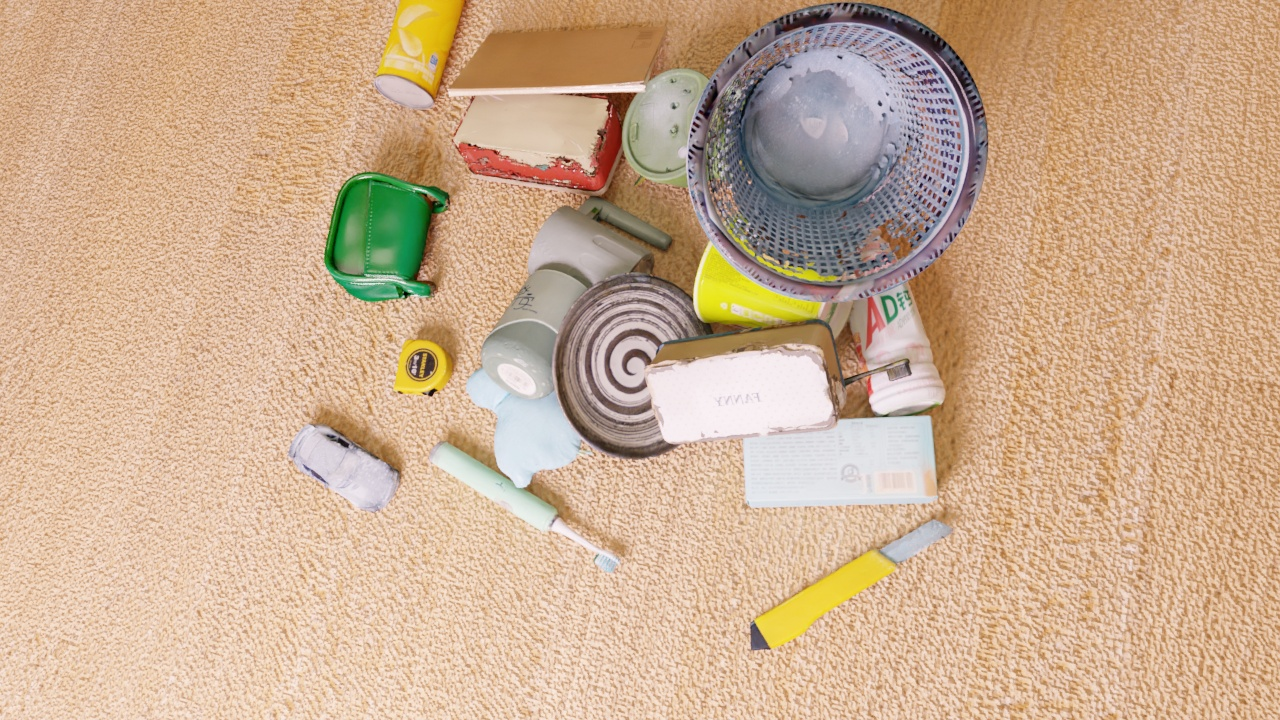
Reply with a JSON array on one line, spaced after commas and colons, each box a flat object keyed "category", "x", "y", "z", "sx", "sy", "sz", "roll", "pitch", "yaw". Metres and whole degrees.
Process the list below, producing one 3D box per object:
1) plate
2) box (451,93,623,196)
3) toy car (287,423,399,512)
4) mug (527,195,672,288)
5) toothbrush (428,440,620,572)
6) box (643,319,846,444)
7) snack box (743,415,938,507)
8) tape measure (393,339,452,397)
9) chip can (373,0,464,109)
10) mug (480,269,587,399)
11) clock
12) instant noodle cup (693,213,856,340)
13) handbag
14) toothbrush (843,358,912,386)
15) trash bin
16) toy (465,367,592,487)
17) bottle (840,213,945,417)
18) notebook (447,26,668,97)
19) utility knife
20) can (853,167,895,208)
[{"category": "plate", "x": -0.005, "y": 0.005, "z": 0.881, "sx": 0.179, "sy": 0.024, "sz": 0.179, "roll": -1, "pitch": 92, "yaw": -27}, {"category": "box", "x": -0.109, "y": -0.236, "z": 0.961, "sx": 0.168, "sy": 0.077, "sz": 0.091, "roll": 12, "pitch": 69, "yaw": 21}, {"category": "toy car", "x": -0.306, "y": 0.109, "z": 0.945, "sx": 0.121, "sy": 0.037, "sz": 0.054, "roll": 29, "pitch": 82, "yaw": 13}, {"category": "mug", "x": -0.038, "y": -0.110, "z": 0.937, "sx": 0.103, "sy": 0.084, "sz": 0.123, "roll": 30, "pitch": 58, "yaw": 15}, {"category": "toothbrush", "x": -0.115, "y": 0.143, "z": 0.906, "sx": 0.224, "sy": 0.026, "sz": 0.027, "roll": 28, "pitch": 57, "yaw": 15}, {"category": "box", "x": 0.087, "y": 0.022, "z": 0.822, "sx": 0.185, "sy": 0.061, "sz": 0.090, "roll": -5, "pitch": 113, "yaw": 26}, {"category": "snack box", "x": 0.183, "y": 0.095, "z": 0.851, "sx": 0.175, "sy": 0.051, "sz": 0.074, "roll": -3, "pitch": 73, "yaw": 10}, {"category": "tape measure", "x": -0.225, "y": 0.009, "z": 0.959, "sx": 0.057, "sy": 0.029, "sz": 0.060, "roll": 4, "pitch": 76, "yaw": 12}, {"category": "chip can", "x": -0.241, "y": -0.398, "z": 1.045, "sx": 0.072, "sy": 0.072, "sz": 0.213, "roll": 12, "pitch": 78, "yaw": 13}, {"category": "mug", "x": -0.109, "y": -0.023, "z": 0.894, "sx": 0.112, "sy": 0.082, "sz": 0.106, "roll": -1, "pitch": 48, "yaw": 40}, {"category": "clock", "x": 0.058, "y": -0.235, "z": 0.932, "sx": 0.161, "sy": 0.056, "sz": 0.116, "roll": -2, "pitch": 82, "yaw": 34}, {"category": "instant noodle cup", "x": 0.131, "y": -0.067, "z": 0.858, "sx": 0.123, "sy": 0.111, "sz": 0.111, "roll": 24, "pitch": 81, "yaw": 28}, {"category": "handbag", "x": -0.271, "y": -0.129, "z": 0.989, "sx": 0.120, "sy": 0.068, "sz": 0.131, "roll": 8, "pitch": 76, "yaw": 5}, {"category": "toothbrush", "x": 0.163, "y": 0.035, "z": 0.853, "sx": 0.186, "sy": 0.012, "sz": 0.017, "roll": -22, "pitch": 80, "yaw": 29}, {"category": "trash bin", "x": 0.159, "y": -0.184, "z": 0.786, "sx": 0.227, "sy": 0.194, "sz": 0.227, "roll": 3, "pitch": 111, "yaw": 7}, {"category": "toy", "x": -0.109, "y": 0.045, "z": 0.919, "sx": 0.156, "sy": 0.050, "sz": 0.161, "roll": 20, "pitch": 70, "yaw": 20}, {"category": "bottle", "x": 0.231, "y": -0.045, "z": 0.872, "sx": 0.068, "sy": 0.068, "sz": 0.196, "roll": -13, "pitch": 72, "yaw": 7}, {"category": "notebook", "x": -0.085, "y": -0.325, "z": 0.988, "sx": 0.212, "sy": 0.012, "sz": 0.149, "roll": 2, "pitch": 42, "yaw": 12}, {"category": "utility knife", "x": 0.190, "y": 0.205, "z": 0.839, "sx": 0.215, "sy": 0.015, "sz": 0.033, "roll": -32, "pitch": 72, "yaw": 4}, {"category": "can", "x": 0.189, "y": -0.188, "z": 0.922, "sx": 0.135, "sy": 0.053, "sz": 0.053, "roll": 18, "pitch": 79, "yaw": 14}]
